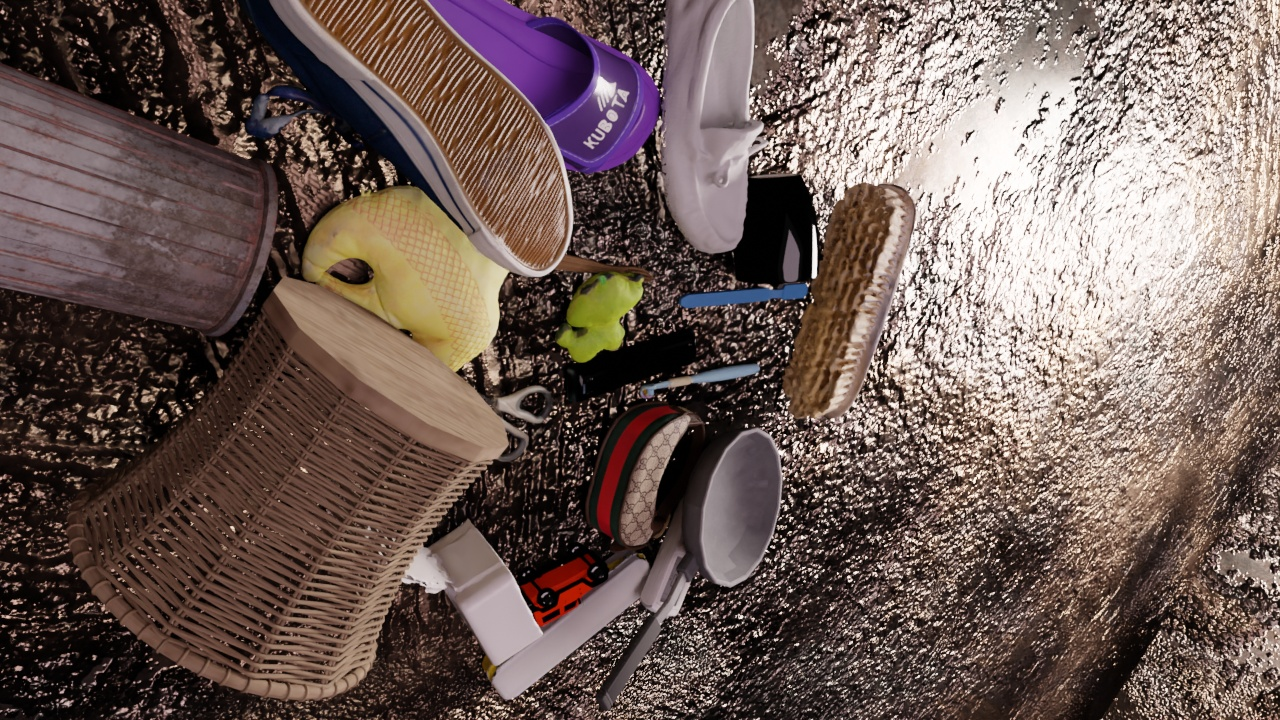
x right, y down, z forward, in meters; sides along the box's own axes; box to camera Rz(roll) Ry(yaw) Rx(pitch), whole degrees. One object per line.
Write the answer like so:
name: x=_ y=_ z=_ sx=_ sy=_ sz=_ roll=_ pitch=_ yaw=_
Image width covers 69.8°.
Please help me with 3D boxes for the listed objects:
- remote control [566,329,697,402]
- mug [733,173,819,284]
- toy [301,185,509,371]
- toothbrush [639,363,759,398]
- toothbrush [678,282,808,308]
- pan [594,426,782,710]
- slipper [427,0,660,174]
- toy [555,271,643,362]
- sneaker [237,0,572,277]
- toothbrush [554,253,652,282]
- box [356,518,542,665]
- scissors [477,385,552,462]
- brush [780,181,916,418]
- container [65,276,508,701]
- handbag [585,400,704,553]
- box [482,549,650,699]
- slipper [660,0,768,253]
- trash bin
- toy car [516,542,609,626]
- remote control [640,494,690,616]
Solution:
remote control: x=-0.005 y=0.005 z=0.913 sx=0.151 sy=0.020 sz=0.041 roll=-18 pitch=123 yaw=-30
mug: x=0.141 y=-0.136 z=0.920 sx=0.118 sy=0.085 sz=0.100 roll=-30 pitch=120 yaw=-59
toy: x=-0.176 y=-0.063 z=0.725 sx=0.154 sy=0.064 sz=0.170 roll=-25 pitch=122 yaw=-7
toothbrush: x=0.067 y=0.020 z=0.976 sx=0.154 sy=0.016 sz=0.022 roll=-11 pitch=150 yaw=-32
toothbrush: x=0.109 y=-0.069 z=0.968 sx=0.166 sy=0.014 sz=0.016 roll=-7 pitch=116 yaw=-30
pan: x=0.052 y=0.214 z=0.973 sx=0.356 sy=0.041 sz=0.179 roll=-50 pitch=134 yaw=-36
slipper: x=-0.077 y=-0.215 z=0.704 sx=0.266 sy=0.084 sz=0.107 roll=18 pitch=101 yaw=-41
toy: x=-0.037 y=-0.043 z=0.850 sx=0.094 sy=0.036 sz=0.094 roll=-25 pitch=140 yaw=-11
sneaker: x=-0.166 y=-0.163 z=0.647 sx=0.294 sy=0.127 sz=0.120 roll=47 pitch=61 yaw=-39
toothbrush: x=-0.056 y=-0.087 z=0.831 sx=0.166 sy=0.016 sz=0.016 roll=6 pitch=108 yaw=-38
box: x=-0.166 y=0.191 z=0.830 sx=0.083 sy=0.110 sz=0.190 roll=-46 pitch=129 yaw=-10
scissors: x=-0.137 y=0.052 z=0.813 sx=0.169 sy=0.012 sz=0.132 roll=-14 pitch=129 yaw=-51
brush: x=0.227 y=-0.062 z=1.009 sx=0.056 sy=0.083 sz=0.272 roll=1 pitch=112 yaw=-38
container: x=-0.226 y=0.078 z=0.631 sx=0.226 sy=0.227 sz=0.196 roll=34 pitch=96 yaw=-42
handbag: x=0.013 y=0.125 z=0.965 sx=0.138 sy=0.063 sz=0.167 roll=0 pitch=111 yaw=-47
box: x=-0.076 y=0.281 z=0.995 sx=0.209 sy=0.033 sz=0.064 roll=-34 pitch=132 yaw=-18
slipper: x=0.070 y=-0.212 z=0.819 sx=0.112 sy=0.075 sz=0.247 roll=-23 pitch=124 yaw=-31
trash bin: x=-0.342 y=-0.097 z=0.537 sx=0.211 sy=0.131 sz=0.131 roll=17 pitch=101 yaw=-42
toy car: x=-0.082 y=0.233 z=0.950 sx=0.100 sy=0.051 sz=0.049 roll=-23 pitch=121 yaw=-26
remote control: x=0.044 y=0.218 z=1.030 sx=0.060 sy=0.025 sz=0.138 roll=37 pitch=73 yaw=-51
